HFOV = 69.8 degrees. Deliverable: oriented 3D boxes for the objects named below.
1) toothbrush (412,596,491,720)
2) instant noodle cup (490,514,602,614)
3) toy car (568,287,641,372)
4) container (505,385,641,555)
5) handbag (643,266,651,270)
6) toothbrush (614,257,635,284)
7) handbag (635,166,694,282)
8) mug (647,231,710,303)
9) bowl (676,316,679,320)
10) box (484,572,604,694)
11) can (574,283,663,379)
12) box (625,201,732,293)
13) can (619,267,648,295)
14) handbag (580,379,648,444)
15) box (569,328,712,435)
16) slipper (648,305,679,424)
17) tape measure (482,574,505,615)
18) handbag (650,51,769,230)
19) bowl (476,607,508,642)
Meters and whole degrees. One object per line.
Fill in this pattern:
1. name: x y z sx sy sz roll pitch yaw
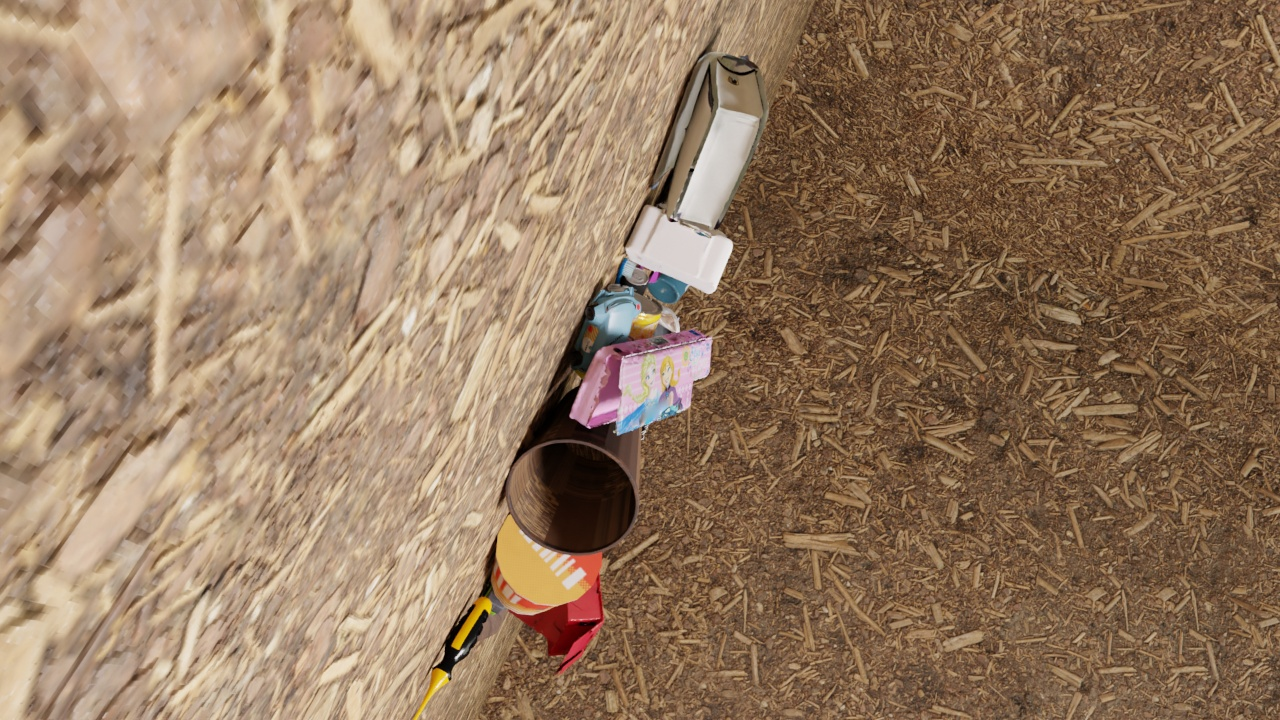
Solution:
1. toothbrush: -0.216 0.340 1.002 0.031 0.031 0.196 105 11 -47
2. instant noodle cup: -0.123 0.246 1.104 0.123 0.123 0.121 -63 -176 -33
3. toy car: -0.034 -0.023 0.922 0.060 0.027 0.108 -10 138 -37
4. container: -0.058 0.103 0.971 0.167 0.132 0.132 -73 -173 -66
5. handbag: 0.024 -0.152 1.308 0.119 0.029 0.055 -50 164 -59
6. toothbrush: -0.032 -0.060 1.046 0.021 0.017 0.135 -58 173 -53
7. handbag: 0.043 -0.171 1.147 0.170 0.068 0.144 -59 -179 33
8. mug: 0.063 -0.155 1.515 0.121 0.078 0.078 -58 174 -32
9. bowl: -0.004 -0.014 1.425 0.150 0.075 0.150 -64 177 -6
10. box: -0.165 0.468 1.345 0.423 0.128 0.213 -61 177 -33
11. can: -0.025 -0.022 0.998 0.067 0.067 0.105 -58 173 -69
12. box: 0.050 -0.140 0.993 0.102 0.108 0.102 51 61 -86
13. can: -0.016 -0.073 1.101 0.031 0.031 0.081 -62 176 -45
14. handbag: -0.020 0.080 1.222 0.124 0.114 0.154 -21 144 -39
15. box: 0.018 0.021 0.964 0.229 0.063 0.085 -13 132 -62
16. slipper: -0.008 0.008 1.293 0.265 0.111 0.063 106 2 -48
17. tape measure: -0.182 0.291 1.178 0.059 0.036 0.065 -56 -173 34
18. handbag: 0.064 -0.241 0.931 0.152 0.074 0.175 114 -17 -47
19. bowl: -0.202 0.346 1.289 0.119 0.032 0.119 30 85 -88
